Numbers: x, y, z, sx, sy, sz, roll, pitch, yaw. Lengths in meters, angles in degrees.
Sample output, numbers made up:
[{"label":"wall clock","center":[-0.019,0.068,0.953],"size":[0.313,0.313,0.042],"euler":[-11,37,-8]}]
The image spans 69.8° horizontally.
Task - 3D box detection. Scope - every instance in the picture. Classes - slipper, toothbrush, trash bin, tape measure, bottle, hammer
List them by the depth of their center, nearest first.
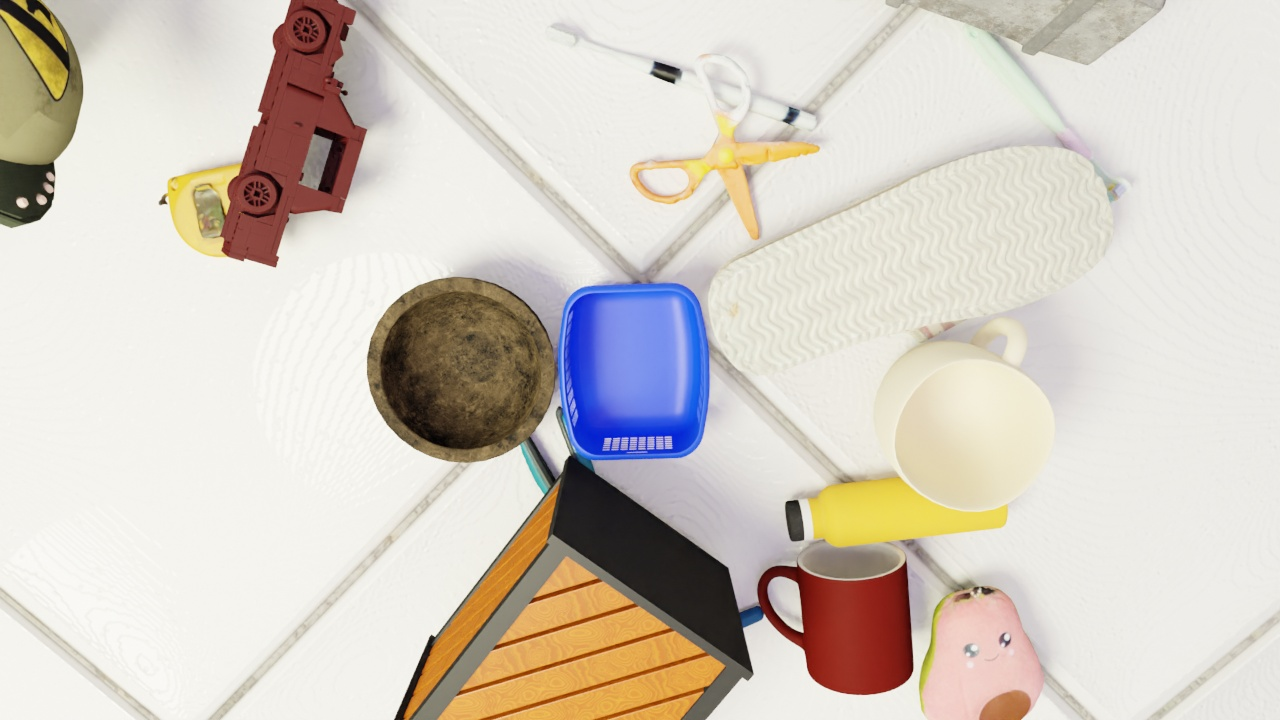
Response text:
[{"label":"hammer","center":[0.224,-0.258,0.423],"size":[0.177,0.326,0.079],"euler":[18,83,-2]},{"label":"trash bin","center":[-0.044,0.188,0.587],"size":[0.139,0.139,0.172],"euler":[36,100,-8]},{"label":"toothbrush","center":[0.262,-0.161,0.595],"size":[0.155,0.015,0.022],"euler":[45,133,-7]},{"label":"toothbrush","center":[0.026,-0.183,0.595],"size":[0.187,0.017,0.012],"euler":[18,114,-2]},{"label":"slipper","center":[0.171,-0.061,0.598],"size":[0.263,0.052,0.115],"euler":[-18,102,1]},{"label":"tape measure","center":[-0.281,-0.098,0.612],"size":[0.068,0.030,0.059],"euler":[-10,98,4]},{"label":"bottle","center":[0.173,0.103,0.633],"size":[0.144,0.043,0.043],"euler":[-7,101,3]},{"label":"toothbrush","center":[0.012,0.215,0.674],"size":[0.168,0.014,0.014],"euler":[-22,96,5]}]

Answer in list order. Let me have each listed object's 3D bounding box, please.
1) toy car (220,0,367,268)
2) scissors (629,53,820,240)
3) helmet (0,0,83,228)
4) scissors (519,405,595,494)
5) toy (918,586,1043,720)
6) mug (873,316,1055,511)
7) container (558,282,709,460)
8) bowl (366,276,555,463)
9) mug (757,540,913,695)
[{"label":"toy car","center":[-0.211,-0.140,0.575],"size":[0.061,0.070,0.170],"euler":[16,92,-30]},{"label":"scissors","center":[0.054,-0.139,0.598],"size":[0.125,0.011,0.131],"euler":[-3,113,5]},{"label":"helmet","center":[-0.425,-0.161,0.478],"size":[0.250,0.255,0.233],"euler":[-17,103,3]},{"label":"scissors","center":[-0.039,0.100,0.650],"size":[0.133,0.019,0.146],"euler":[23,100,-2]},{"label":"toy","center":[0.236,0.210,0.648],"size":[0.090,0.051,0.110],"euler":[-13,99,2]},{"label":"mug","center":[0.205,0.025,0.588],"size":[0.096,0.099,0.120],"euler":[26,102,-2]},{"label":"container","center":[-0.004,0.004,0.610],"size":[0.096,0.058,0.114],"euler":[-2,101,2]},{"label":"bowl","center":[-0.114,0.002,0.614],"size":[0.121,0.056,0.121],"euler":[0,101,1]},{"label":"mug","center":[0.133,0.175,0.639],"size":[0.106,0.073,0.082],"euler":[-2,102,25]}]
